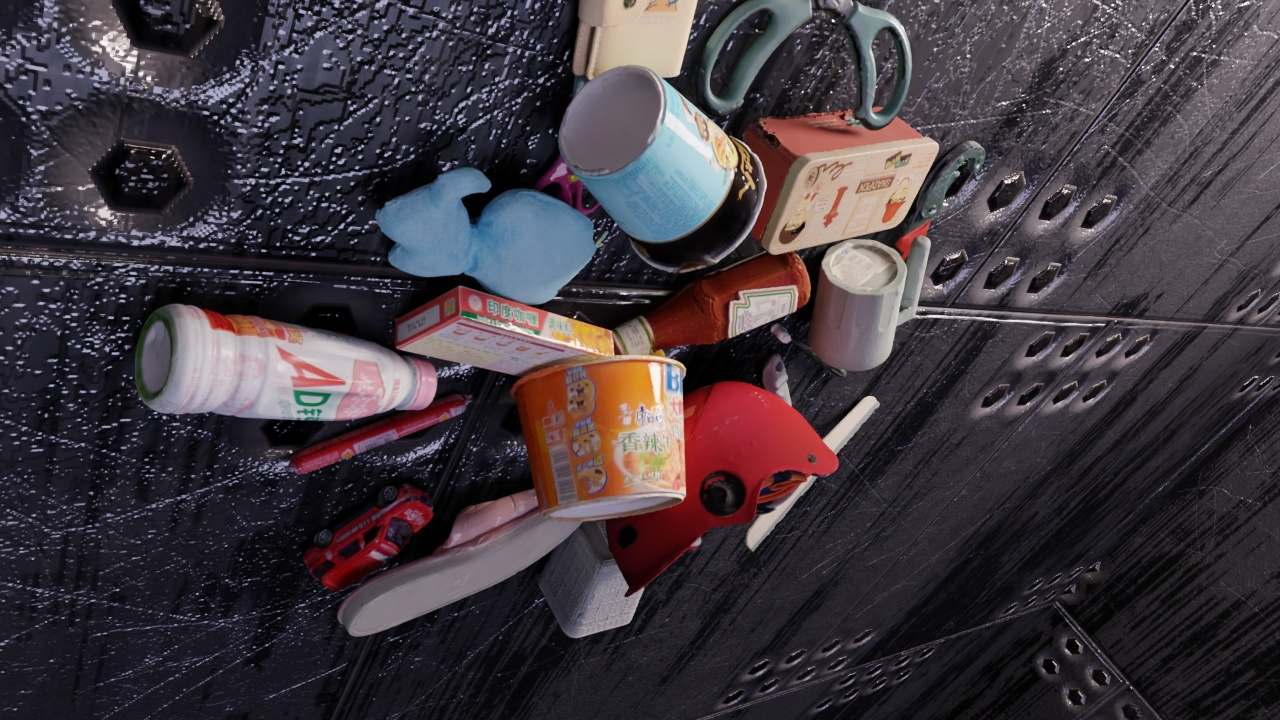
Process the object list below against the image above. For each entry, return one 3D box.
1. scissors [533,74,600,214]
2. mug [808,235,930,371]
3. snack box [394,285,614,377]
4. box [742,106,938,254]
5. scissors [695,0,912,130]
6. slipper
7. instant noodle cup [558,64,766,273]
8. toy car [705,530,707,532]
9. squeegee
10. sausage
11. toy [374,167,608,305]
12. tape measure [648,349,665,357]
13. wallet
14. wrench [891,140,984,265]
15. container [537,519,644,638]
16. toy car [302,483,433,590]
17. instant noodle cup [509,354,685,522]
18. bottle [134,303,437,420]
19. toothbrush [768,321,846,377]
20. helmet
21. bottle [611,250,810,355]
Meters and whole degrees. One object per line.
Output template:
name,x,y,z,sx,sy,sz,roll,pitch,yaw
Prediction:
scissors,-0.040,-0.154,0.631,0.063,0.017,0.135,-7,133,-27
mug,0.226,-0.062,0.894,0.123,0.083,0.103,-26,142,-18
snack box,-0.101,-0.016,0.702,0.077,0.027,0.155,-20,157,37
box,0.147,-0.151,0.741,0.168,0.079,0.092,-15,140,-35
scissors,0.122,-0.215,0.661,0.170,0.019,0.174,-35,131,4
slipper,-0.164,0.181,0.881,0.273,0.054,0.114,-20,151,-37
instant noodle cup,0.010,-0.130,0.610,0.111,0.111,0.120,-42,147,11
toy car,0.042,0.196,1.083,0.090,0.043,0.034,-31,118,-9
squeegee,0.164,0.062,1.025,0.246,0.039,0.247,-46,141,-14
sausage,-0.208,0.058,0.739,0.155,0.020,0.020,-21,143,-18
toy,-0.096,-0.082,0.634,0.156,0.049,0.162,-9,153,-10
tape measure,-0.005,0.005,0.831,0.057,0.029,0.060,-44,144,11
wallet,0.001,-0.229,0.566,0.087,0.024,0.115,-13,141,-29
wrench,0.264,-0.101,0.934,0.056,0.016,0.274,-6,135,-34
container,-0.046,0.228,1.011,0.090,0.090,0.115,-5,132,-35
toy car,-0.237,0.157,0.811,0.120,0.045,0.053,-37,146,0
instant noodle cup,-0.029,0.070,0.765,0.151,0.111,0.151,-7,164,-2
bottle,-0.230,0.008,0.626,0.196,0.068,0.068,10,126,-49
toothbrush,0.184,-0.007,0.981,0.016,0.018,0.181,-48,144,13
helmet,0.054,0.110,0.891,0.239,0.144,0.207,-29,169,-16
bottle,0.047,-0.039,0.796,0.206,0.059,0.060,-22,143,-13
